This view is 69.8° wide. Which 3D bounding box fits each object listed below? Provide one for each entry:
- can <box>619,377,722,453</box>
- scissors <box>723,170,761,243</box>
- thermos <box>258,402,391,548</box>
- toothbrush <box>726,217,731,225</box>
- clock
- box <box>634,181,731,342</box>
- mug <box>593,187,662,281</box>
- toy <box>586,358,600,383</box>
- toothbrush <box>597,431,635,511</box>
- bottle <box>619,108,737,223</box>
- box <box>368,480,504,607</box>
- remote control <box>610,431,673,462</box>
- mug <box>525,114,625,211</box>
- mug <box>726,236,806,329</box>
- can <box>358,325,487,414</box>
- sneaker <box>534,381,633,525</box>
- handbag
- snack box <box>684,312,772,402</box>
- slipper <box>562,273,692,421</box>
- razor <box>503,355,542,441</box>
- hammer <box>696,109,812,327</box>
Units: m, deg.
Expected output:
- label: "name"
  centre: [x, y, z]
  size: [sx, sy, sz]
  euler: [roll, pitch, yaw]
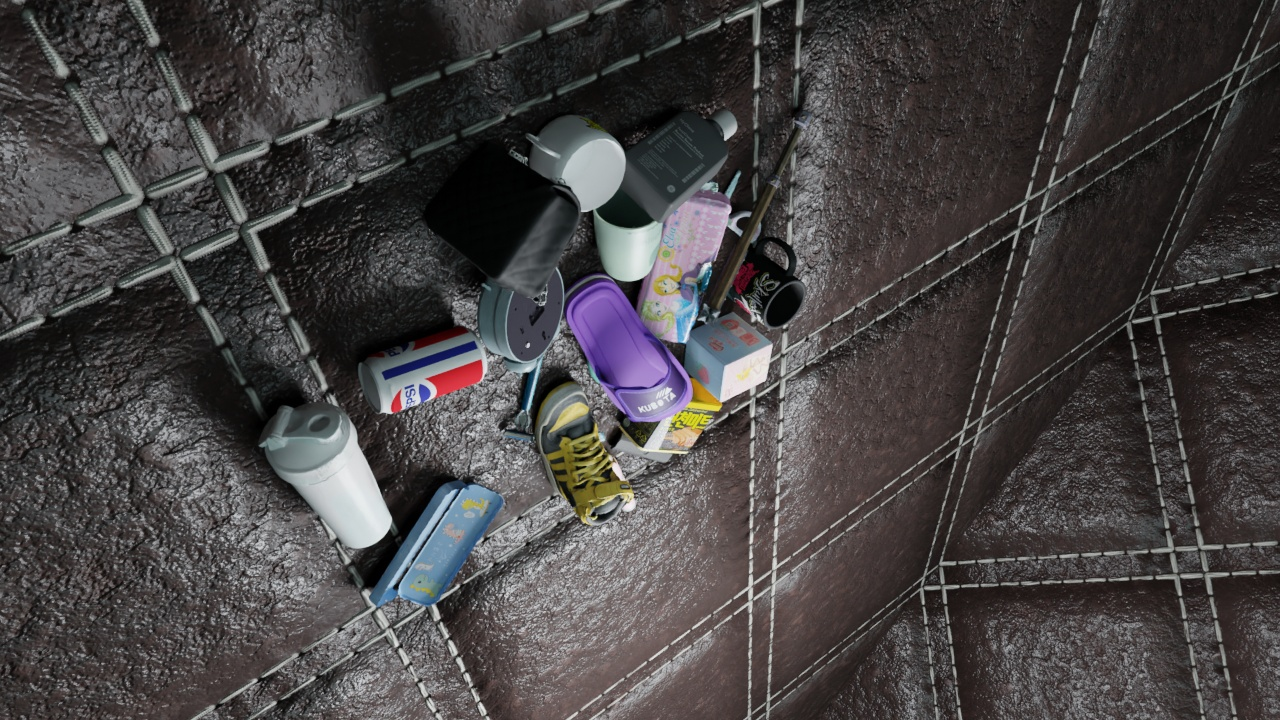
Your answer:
- label: "can"
  centre: [0.045, 0.083, 1.412]
  size: [0.130, 0.072, 0.101]
  euler: [10, 119, -48]
- label: "scissors"
  centre: [0.108, -0.183, 1.277]
  size: [0.176, 0.013, 0.171]
  euler: [7, 115, -45]
- label: "thermos"
  centre: [-0.355, 0.134, 1.052]
  size: [0.099, 0.099, 0.221]
  euler: [-32, 145, -19]
- label: "toothbrush"
  centre: [0.074, -0.210, 1.204]
  size: [0.022, 0.015, 0.154]
  euler: [-46, 140, 19]
- label: "clock"
  centre: [-0.138, -0.053, 1.087]
  size: [0.122, 0.045, 0.159]
  euler: [-57, 151, -35]
- label: "box"
  centre: [0.051, -0.134, 1.224]
  size: [0.084, 0.070, 0.231]
  euler: [11, 130, -6]
- label: "mug"
  centre: [-0.008, -0.164, 1.132]
  size: [0.104, 0.084, 0.111]
  euler: [90, 25, -54]
- label: "toy"
  centre: [-0.035, -0.006, 1.284]
  size: [0.105, 0.033, 0.085]
  euler: [0, 118, -40]
- label: "toothbrush"
  centre: [-0.044, 0.174, 1.443]
  size: [0.026, 0.027, 0.223]
  euler: [-14, 141, 4]
- label: "bottle"
  centre: [0.052, -0.245, 1.090]
  size: [0.173, 0.084, 0.046]
  euler: [-44, 176, -31]
- label: "box"
  centre: [-0.286, 0.255, 1.274]
  size: [0.124, 0.043, 0.209]
  euler: [19, 109, -52]
- label: "remote control"
  centre: [0.003, 0.140, 1.467]
  size: [0.146, 0.015, 0.033]
  euler: [22, 107, -52]
- label: "mug"
  centre: [-0.077, -0.221, 1.010]
  size: [0.115, 0.068, 0.094]
  euler: [16, 112, -50]
- label: "mug"
  centre: [0.185, -0.121, 1.335]
  size: [0.081, 0.098, 0.118]
  euler: [-7, 128, -41]
- label: "can"
  centre: [-0.249, 0.010, 1.055]
  size: [0.131, 0.070, 0.070]
  euler: [-21, 136, -30]
- label: "sneaker"
  centre: [-0.078, 0.145, 1.305]
  size: [0.085, 0.122, 0.239]
  euler: [-31, 142, -22]
- label: "handbag"
  centre: [-0.128, -0.145, 0.964]
  size: [0.114, 0.154, 0.125]
  euler: [29, 97, -49]
- label: "snack box"
  centre: [0.132, -0.005, 1.395]
  size: [0.094, 0.093, 0.080]
  euler: [-24, 138, -28]
- label: "slipper"
  centre: [-0.007, 0.007, 1.219]
  size: [0.107, 0.084, 0.266]
  euler: [-35, 128, 0]
- label: "razor"
  centre: [-0.149, 0.044, 1.228]
  size: [0.042, 0.022, 0.144]
  euler: [12, 116, -9]
- label: "hammer"
  centre: [0.157, -0.194, 1.255]
  size: [0.317, 0.028, 0.147]
  euler: [-64, 177, 5]
